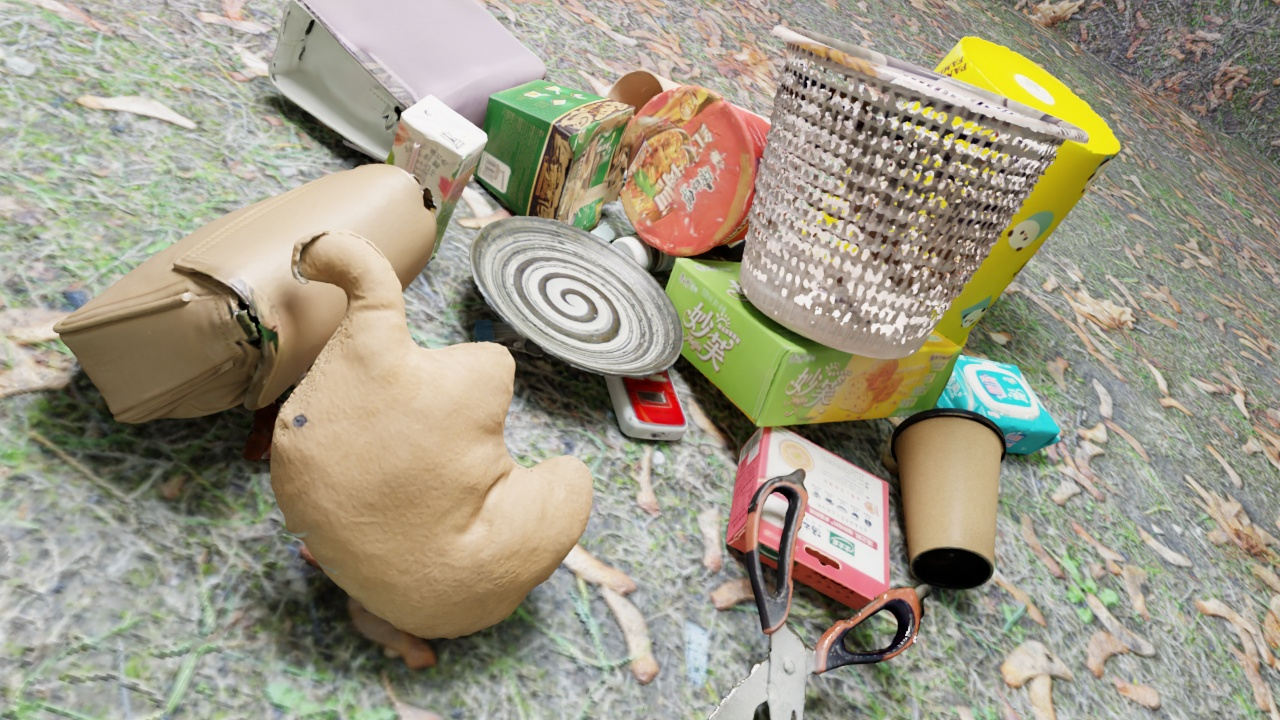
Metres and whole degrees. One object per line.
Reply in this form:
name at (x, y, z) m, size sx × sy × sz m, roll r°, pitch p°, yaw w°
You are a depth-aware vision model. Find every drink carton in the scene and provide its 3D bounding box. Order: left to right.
drink carton at (-0.160, -0.122, 0.661) m, size 0.053 × 0.123 × 0.045 m, roll 35°, pitch 40°, yaw -1°

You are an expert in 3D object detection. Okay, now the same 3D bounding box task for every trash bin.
trash bin at (0.173, -0.116, 0.674) m, size 0.227 × 0.192 × 0.227 m, roll 15°, pitch 24°, yaw -7°
trash bin at (0.323, -0.171, 0.948) m, size 0.229 × 0.256 × 0.229 m, roll 19°, pitch 41°, yaw -17°

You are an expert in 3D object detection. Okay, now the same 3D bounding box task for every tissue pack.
tissue pack at (0.343, 0.043, 0.901) m, size 0.133 × 0.050 × 0.093 m, roll 8°, pitch 44°, yaw -30°

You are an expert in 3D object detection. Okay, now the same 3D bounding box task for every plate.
plate at (-0.049, -0.047, 0.702) m, size 0.179 × 0.024 × 0.179 m, roll 21°, pitch 36°, yaw -17°

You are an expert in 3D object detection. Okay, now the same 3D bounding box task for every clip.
clip at (-0.096, -0.018, 0.683) m, size 0.056 × 0.026 × 0.024 m, roll 4°, pitch 43°, yaw -16°

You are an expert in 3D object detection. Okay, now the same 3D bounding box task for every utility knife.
utility knife at (-0.064, -0.080, 0.769) m, size 0.034 × 0.018 × 0.186 m, roll 36°, pitch 37°, yaw 3°

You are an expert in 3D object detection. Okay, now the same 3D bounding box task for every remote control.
remote control at (-0.004, 0.004, 0.720) m, size 0.055 × 0.020 × 0.135 m, roll 7°, pitch 46°, yaw -29°

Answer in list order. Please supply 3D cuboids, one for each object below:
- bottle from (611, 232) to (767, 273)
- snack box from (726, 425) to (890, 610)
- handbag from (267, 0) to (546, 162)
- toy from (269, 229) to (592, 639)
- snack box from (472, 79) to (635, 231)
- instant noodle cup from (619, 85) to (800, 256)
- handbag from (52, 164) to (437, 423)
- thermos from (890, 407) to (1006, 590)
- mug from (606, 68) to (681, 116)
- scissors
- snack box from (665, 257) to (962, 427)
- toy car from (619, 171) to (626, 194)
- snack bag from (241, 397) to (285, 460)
bottle at (0.048, -0.111, 0.861) m, size 0.194 × 0.044 × 0.080 m, roll -20°, pitch 63°, yaw -45°
snack box at (0.124, 0.119, 0.669) m, size 0.113 × 0.044 × 0.126 m, roll 29°, pitch 37°, yaw -7°
handbag at (-0.193, -0.248, 0.790) m, size 0.145 × 0.099 × 0.196 m, roll 36°, pitch 37°, yaw 6°
toy at (-0.119, 0.046, 0.467) m, size 0.143 × 0.083 × 0.226 m, roll -43°, pitch 120°, yaw -21°
snack box at (-0.080, -0.181, 0.801) m, size 0.105 × 0.118 × 0.117 m, roll 29°, pitch 35°, yaw 14°
instant noodle cup at (0.068, -0.159, 0.789) m, size 0.108 × 0.138 × 0.138 m, roll -10°, pitch 55°, yaw -50°
handbag at (-0.211, -0.039, 0.529) m, size 0.100 × 0.148 × 0.203 m, roll 64°, pitch 34°, yaw -22°
thermos at (0.250, 0.108, 0.742) m, size 0.093 × 0.093 × 0.143 m, roll 25°, pitch 47°, yaw -11°
mug at (0.036, -0.229, 0.930) m, size 0.103 × 0.084 × 0.124 m, roll 1°, pitch 43°, yaw -50°
scissors at (0.098, 0.171, 0.572) m, size 0.226 × 0.015 × 0.189 m, roll -19°, pitch 74°, yaw -30°
snack box at (0.139, -0.018, 0.771) m, size 0.209 × 0.070 × 0.157 m, roll 0°, pitch 31°, yaw -36°
toy car at (0.011, -0.174, 0.910) m, size 0.090 × 0.034 × 0.042 m, roll 24°, pitch 42°, yaw -9°
snack bag at (-0.177, 0.048, 0.545) m, size 0.105 × 0.026 × 0.045 m, roll 14°, pitch 51°, yaw -22°
